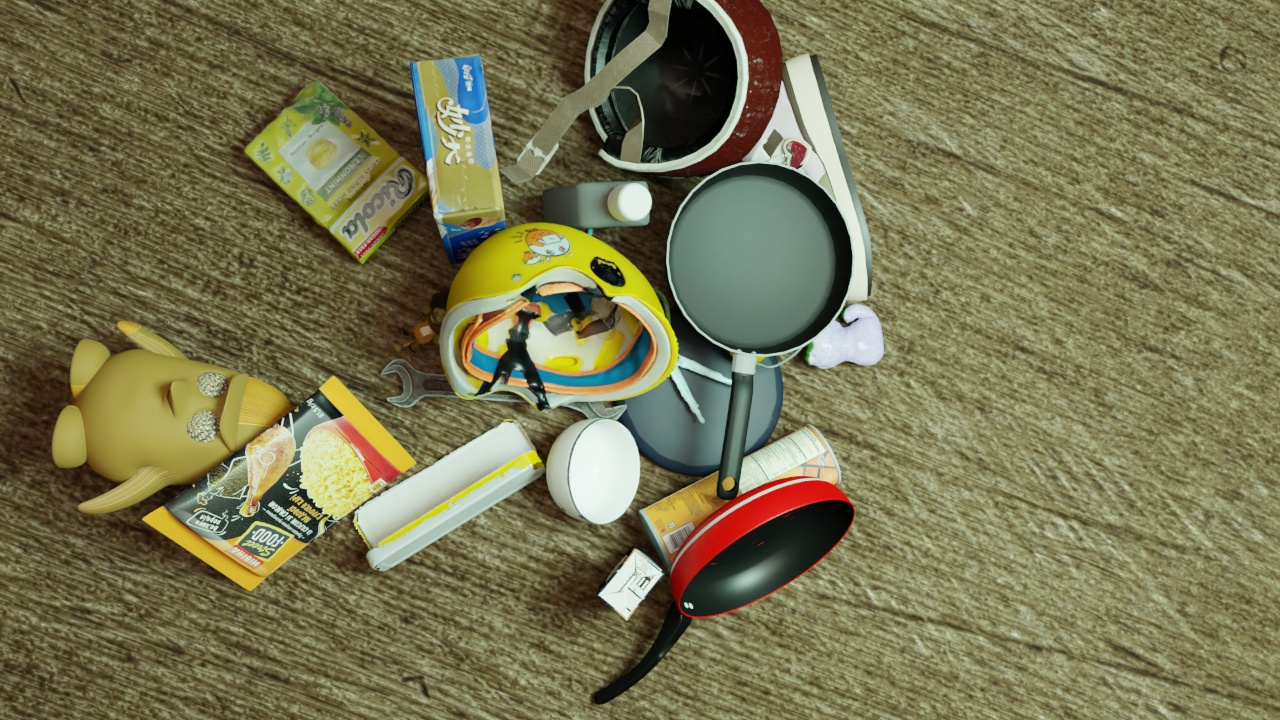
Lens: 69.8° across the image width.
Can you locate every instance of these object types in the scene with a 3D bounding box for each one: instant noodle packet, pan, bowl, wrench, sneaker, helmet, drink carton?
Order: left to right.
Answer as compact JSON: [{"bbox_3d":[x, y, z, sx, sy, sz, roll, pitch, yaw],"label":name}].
[{"bbox_3d":[-0.359,0.132,0.942,0.220,0.160,0.032,-38,47,-9],"label":"instant noodle packet"},{"bbox_3d":[-0.151,0.032,1.022,0.273,0.010,0.070,3,84,-2],"label":"wrench"},{"bbox_3d":[-0.085,-0.056,0.950,0.239,0.210,0.139,8,51,-21],"label":"helmet"},{"bbox_3d":[-0.059,0.119,0.995,0.113,0.063,0.113,3,87,-49],"label":"bowl"},{"bbox_3d":[-0.012,0.233,0.968,0.040,0.130,0.064,40,81,5],"label":"drink carton"},{"bbox_3d":[-0.006,0.006,1.048,0.356,0.021,0.198,20,82,-4],"label":"pan"},{"bbox_3d":[0.028,-0.294,0.970,0.234,0.252,0.234,17,113,13],"label":"helmet"},{"bbox_3d":[0.072,0.244,0.977,0.357,0.208,0.067,-41,56,15],"label":"pan"},{"bbox_3d":[0.113,-0.031,0.974,0.204,0.044,0.355,9,89,-9],"label":"pan"},{"bbox_3d":[0.184,-0.200,1.060,0.116,0.111,0.293,-16,87,13],"label":"sneaker"}]

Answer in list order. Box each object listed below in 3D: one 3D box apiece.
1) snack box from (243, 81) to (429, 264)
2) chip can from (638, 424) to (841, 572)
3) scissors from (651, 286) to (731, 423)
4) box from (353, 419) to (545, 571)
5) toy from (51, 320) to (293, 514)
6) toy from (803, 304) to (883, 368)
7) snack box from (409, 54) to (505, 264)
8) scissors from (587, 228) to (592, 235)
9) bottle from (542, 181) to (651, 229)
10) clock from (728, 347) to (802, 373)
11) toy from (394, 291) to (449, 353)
[{"bbox_3d":[-0.335,-0.212,1.017,0.181,0.045,0.121,43,81,-1],"label":"snack box"},{"bbox_3d":[0.110,0.151,1.017,0.215,0.075,0.075,-26,88,-9],"label":"chip can"},{"bbox_3d":[0.034,-0.011,1.034,0.170,0.028,0.138,26,78,-4],"label":"scissors"},{"bbox_3d":[-0.205,0.145,0.980,0.209,0.080,0.079,-31,91,-8],"label":"box"},{"bbox_3d":[-0.458,0.060,0.925,0.203,0.163,0.198,8,68,-17],"label":"toy"},{"bbox_3d":[0.235,-0.029,1.072,0.099,0.036,0.080,2,74,-12],"label":"toy"},{"bbox_3d":[-0.185,-0.199,0.954,0.069,0.203,0.155,-8,85,-8],"label":"snack box"},{"bbox_3d":[-0.093,-0.112,1.048,0.135,0.015,0.135,-6,75,-8],"label":"scissors"},{"bbox_3d":[-0.038,-0.164,0.970,0.083,0.174,0.046,-6,99,-22],"label":"bottle"},{"bbox_3d":[0.124,-0.063,1.039,0.113,0.052,0.152,-33,82,-18],"label":"clock"},{"bbox_3d":[-0.224,-0.036,1.007,0.100,0.063,0.076,-24,68,-3],"label":"toy"}]
